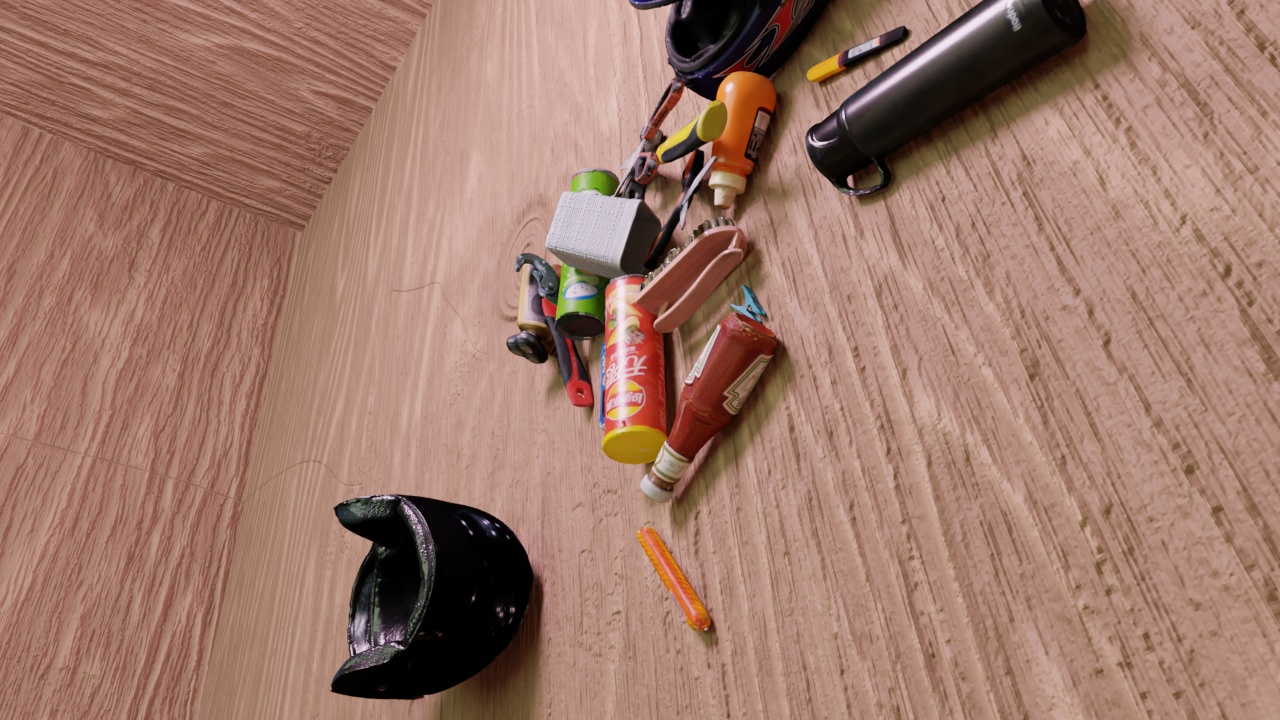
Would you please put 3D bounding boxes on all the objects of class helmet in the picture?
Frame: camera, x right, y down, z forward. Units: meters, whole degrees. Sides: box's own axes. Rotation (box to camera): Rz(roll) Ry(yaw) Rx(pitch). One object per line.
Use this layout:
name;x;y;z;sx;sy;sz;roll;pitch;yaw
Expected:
helmet;0.086;-0.474;1.026;0.316;0.240;0.247;-56;31;22
helmet;-0.266;0.290;1.121;0.276;0.230;0.233;-45;43;48

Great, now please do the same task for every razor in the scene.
razor;-0.155;-0.071;1.286;0.068;0.062;0.167;-16;50;14

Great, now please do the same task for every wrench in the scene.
wrench;-0.112;-0.046;1.230;0.273;0.056;0.016;66;146;34

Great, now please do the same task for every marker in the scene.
marker;0.219;-0.309;0.929;0.124;0.015;0.018;-11;64;53

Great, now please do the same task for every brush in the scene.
brush;0.061;-0.093;1.000;0.146;0.063;0.073;-42;35;35

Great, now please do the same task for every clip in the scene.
clip;0.112;-0.056;0.941;0.038;0.013;0.055;-60;32;16

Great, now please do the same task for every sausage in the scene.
sausage;0.030;0.210;0.896;0.021;0.021;0.165;-61;31;14

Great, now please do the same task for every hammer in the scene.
hammer;0.034;-0.246;1.094;0.323;0.032;0.126;-170;98;-75

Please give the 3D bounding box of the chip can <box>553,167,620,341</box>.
chip can;-0.070;-0.144;1.234;0.072;0.072;0.235;-29;48;48

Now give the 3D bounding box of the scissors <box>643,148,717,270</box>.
scissors;0.049;-0.174;1.044;0.220;0.021;0.230;-74;10;-47

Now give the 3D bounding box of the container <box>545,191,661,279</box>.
container;-0.047;-0.153;1.136;0.111;0.090;0.090;14;82;23

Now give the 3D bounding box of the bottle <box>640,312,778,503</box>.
bottle;0.062;0.051;0.909;0.206;0.059;0.059;-60;31;16

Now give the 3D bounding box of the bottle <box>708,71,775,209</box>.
bottle;0.107;-0.242;1.025;0.067;0.066;0.149;11;88;60

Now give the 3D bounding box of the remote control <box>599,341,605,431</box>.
remote control;-0.027;0.023;1.105;0.049;0.024;0.124;-37;42;43

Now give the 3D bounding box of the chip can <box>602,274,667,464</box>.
chip can;-0.006;0.006;1.035;0.073;0.073;0.216;-37;42;42

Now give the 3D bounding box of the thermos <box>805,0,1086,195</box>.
thermos;0.252;-0.224;0.782;0.243;0.068;0.090;-30;79;50

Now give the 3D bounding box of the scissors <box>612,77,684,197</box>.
scissors;0.004;-0.257;1.119;0.226;0.015;0.189;-105;37;-65

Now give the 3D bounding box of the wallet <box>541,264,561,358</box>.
wallet;-0.117;-0.071;1.307;0.101;0.032;0.124;33;100;57
